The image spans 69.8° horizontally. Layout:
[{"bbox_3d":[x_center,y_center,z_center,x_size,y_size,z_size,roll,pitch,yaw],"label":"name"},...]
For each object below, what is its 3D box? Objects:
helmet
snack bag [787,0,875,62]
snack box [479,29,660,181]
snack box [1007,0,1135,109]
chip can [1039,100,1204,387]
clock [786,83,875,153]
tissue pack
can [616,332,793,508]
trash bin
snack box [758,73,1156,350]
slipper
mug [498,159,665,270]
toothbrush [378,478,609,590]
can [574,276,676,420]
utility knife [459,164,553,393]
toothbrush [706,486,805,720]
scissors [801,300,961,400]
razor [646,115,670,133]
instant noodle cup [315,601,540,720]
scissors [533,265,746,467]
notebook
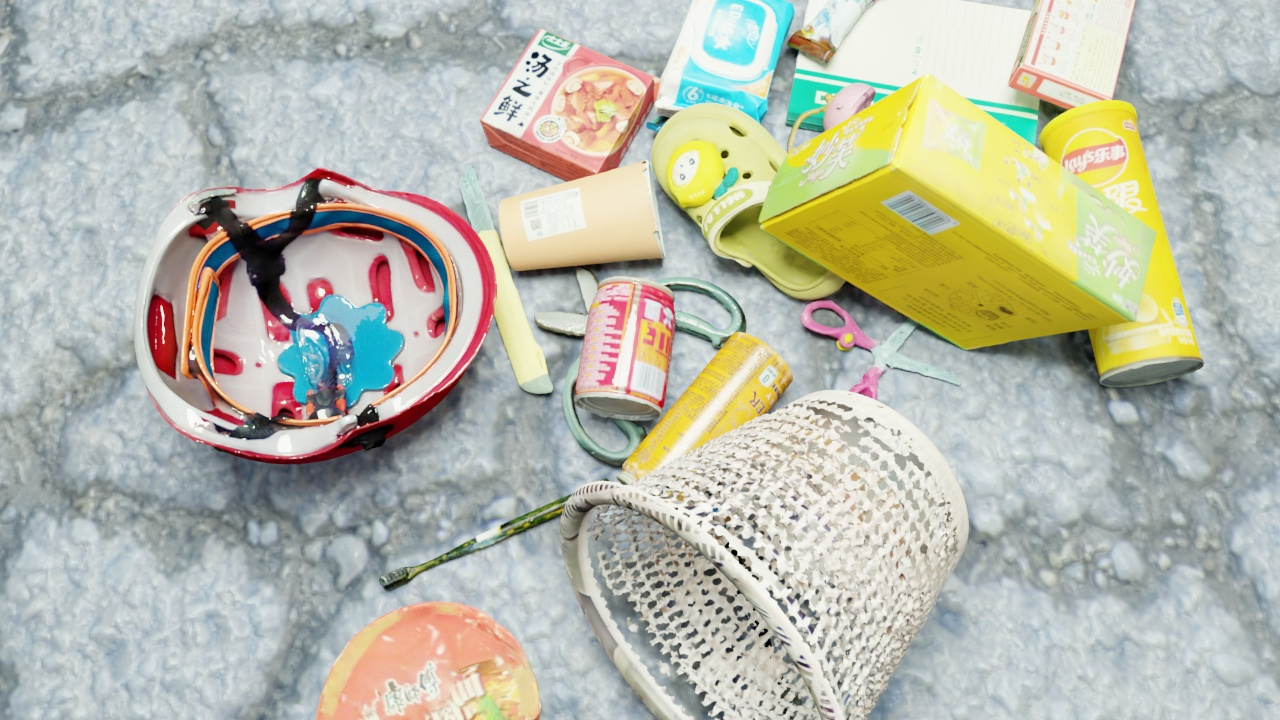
[{"bbox_3d":[-0.229,-0.021,0.678,0.239,0.144,0.206,-9,72,-15],"label":"helmet"},{"bbox_3d":[0.174,-0.302,0.791,0.048,0.026,0.104,36,77,24],"label":"snack bag"},{"bbox_3d":[-0.055,-0.221,0.781,0.113,0.044,0.127,26,75,10],"label":"snack box"},{"bbox_3d":[0.364,-0.274,0.767,0.077,0.027,0.155,24,62,5],"label":"snack box"},{"bbox_3d":[0.365,-0.090,0.704,0.072,0.072,0.213,-4,73,1],"label":"chip can"},{"bbox_3d":[0.196,-0.160,0.736,0.158,0.060,0.117,14,80,7],"label":"clock"},{"bbox_3d":[0.072,-0.252,0.766,0.090,0.063,0.139,18,68,0],"label":"tissue pack"},{"bbox_3d":[0.049,0.049,0.682,0.058,0.058,0.146,38,78,13],"label":"can"},{"bbox_3d":[0.092,0.126,0.578,0.191,0.228,0.227,-34,72,-31],"label":"trash bin"},{"bbox_3d":[0.211,-0.089,0.629,0.210,0.158,0.070,26,74,-18],"label":"snack box"},{"bbox_3d":[0.083,-0.120,0.707,0.190,0.081,0.092,43,118,5],"label":"slipper"},{"bbox_3d":[-0.047,-0.110,0.732,0.123,0.078,0.078,-10,72,4],"label":"mug"},{"bbox_3d":[-0.107,0.129,0.686,0.185,0.017,0.012,-23,70,-5],"label":"toothbrush"},{"bbox_3d":[-0.010,-0.008,0.680,0.066,0.066,0.093,7,73,5],"label":"can"},{"bbox_3d":[-0.115,-0.067,0.747,0.031,0.022,0.213,-25,78,15],"label":"utility knife"},{"bbox_3d":[0.078,0.171,0.665,0.014,0.016,0.189,-18,71,-8],"label":"toothbrush"},{"bbox_3d":[0.184,0.000,0.715,0.133,0.017,0.135,21,72,5],"label":"scissors"},{"bbox_3d":[0.072,-0.166,0.768,0.143,0.022,0.042,33,48,15],"label":"razor"},{"bbox_3d":[-0.129,0.232,0.606,0.138,0.109,0.137,-1,72,2],"label":"instant noodle cup"},{"bbox_3d":[-0.004,0.004,0.721,0.170,0.019,0.178,5,74,3],"label":"scissors"},{"bbox_3d":[0.240,-0.252,0.794,0.209,0.012,0.150,11,74,6],"label":"notebook"}]
